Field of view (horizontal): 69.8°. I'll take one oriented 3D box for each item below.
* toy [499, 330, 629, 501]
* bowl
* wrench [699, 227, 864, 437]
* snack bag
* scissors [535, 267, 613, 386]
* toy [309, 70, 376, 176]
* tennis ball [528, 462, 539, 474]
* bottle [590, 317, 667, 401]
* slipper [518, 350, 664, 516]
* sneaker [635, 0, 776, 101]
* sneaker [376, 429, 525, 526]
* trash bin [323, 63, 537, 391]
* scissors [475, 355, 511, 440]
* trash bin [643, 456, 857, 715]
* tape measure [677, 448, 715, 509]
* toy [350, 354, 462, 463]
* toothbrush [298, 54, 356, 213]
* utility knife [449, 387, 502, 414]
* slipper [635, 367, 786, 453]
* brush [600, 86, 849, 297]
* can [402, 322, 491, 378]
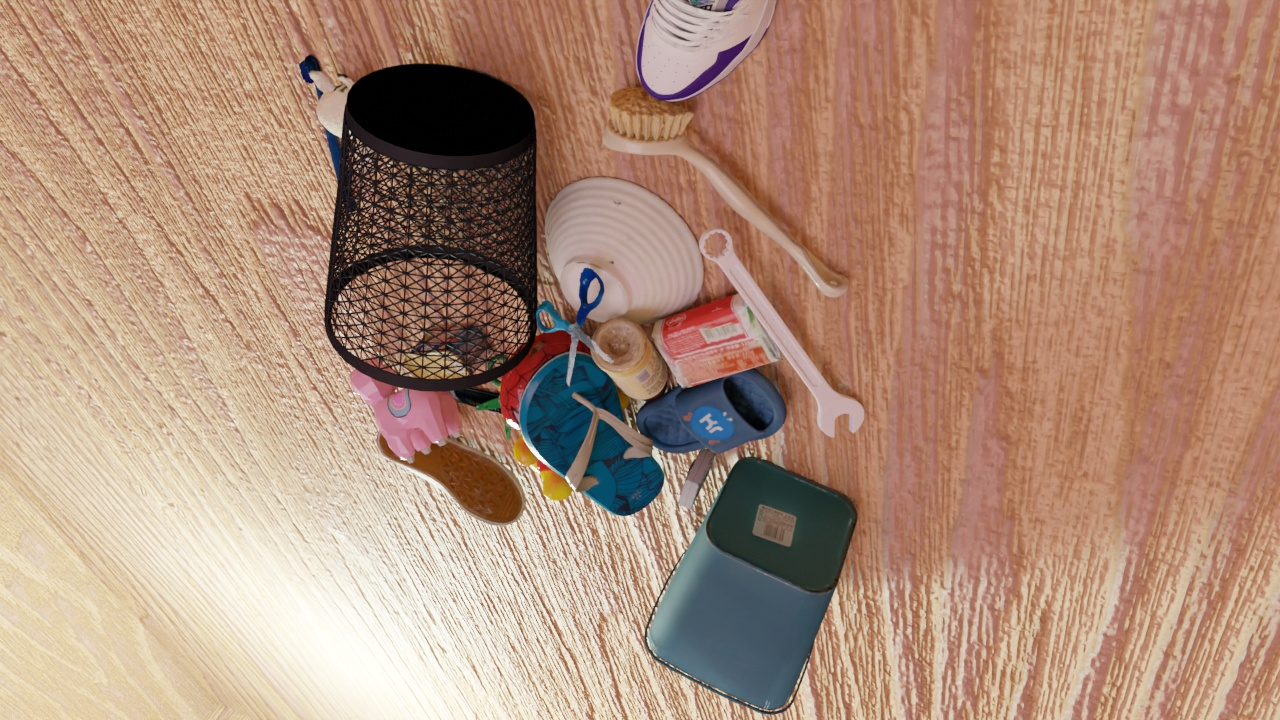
[{"bbox_3d":[-0.093,0.057,1.063,0.099,0.147,0.216,35,152,43],"label":"toy"},{"bbox_3d":[-0.032,-0.088,0.913,0.177,0.070,0.178,18,137,17],"label":"bowl"},{"bbox_3d":[0.138,-0.021,0.882,0.047,0.009,0.273,-38,116,3],"label":"wrench"},{"bbox_3d":[0.077,-0.020,0.920,0.116,0.036,0.077,-18,121,27],"label":"snack bag"},{"bbox_3d":[-0.064,-0.035,0.889,0.127,0.014,0.133,45,129,37],"label":"scissors"},{"bbox_3d":[-0.292,-0.248,0.935,0.087,0.050,0.112,3,135,31],"label":"toy"},{"bbox_3d":[-0.116,0.116,1.177,0.065,0.065,0.065,18,138,17],"label":"tennis ball"},{"bbox_3d":[-0.006,0.006,0.955,0.056,0.056,0.162,18,169,16],"label":"bottle"},{"bbox_3d":[-0.044,0.105,1.028,0.060,0.118,0.295,55,179,44],"label":"slipper"},{"bbox_3d":[0.049,-0.265,0.651,0.092,0.110,0.245,32,140,1],"label":"sneaker"},{"bbox_3d":[-0.267,0.156,1.322,0.235,0.087,0.079,31,171,0],"label":"sneaker"},{"bbox_3d":[-0.195,-0.132,0.880,0.217,0.216,0.244,24,133,10],"label":"trash bin"},{"bbox_3d":[-0.162,0.052,1.162,0.128,0.011,0.126,18,124,24],"label":"scissors"},{"bbox_3d":[0.135,0.251,1.067,0.199,0.196,0.219,23,133,10],"label":"trash bin"},{"bbox_3d":[0.066,0.136,1.083,0.020,0.060,0.062,24,140,10],"label":"tape measure"},{"bbox_3d":[-0.321,0.056,1.243,0.123,0.067,0.157,-30,91,23],"label":"toy"},{"bbox_3d":[-0.339,-0.240,0.999,0.016,0.017,0.190,18,138,17],"label":"toothbrush"},{"bbox_3d":[-0.182,0.056,1.194,0.174,0.020,0.029,11,115,25],"label":"utility knife"},{"bbox_3d":[0.074,0.067,1.012,0.104,0.059,0.214,45,140,-17],"label":"slipper"},{"bbox_3d":[0.080,-0.144,0.805,0.272,0.061,0.078,36,145,-11],"label":"brush"},{"bbox_3d":[-0.237,-0.007,1.136,0.100,0.058,0.054,-3,129,35],"label":"can"}]
